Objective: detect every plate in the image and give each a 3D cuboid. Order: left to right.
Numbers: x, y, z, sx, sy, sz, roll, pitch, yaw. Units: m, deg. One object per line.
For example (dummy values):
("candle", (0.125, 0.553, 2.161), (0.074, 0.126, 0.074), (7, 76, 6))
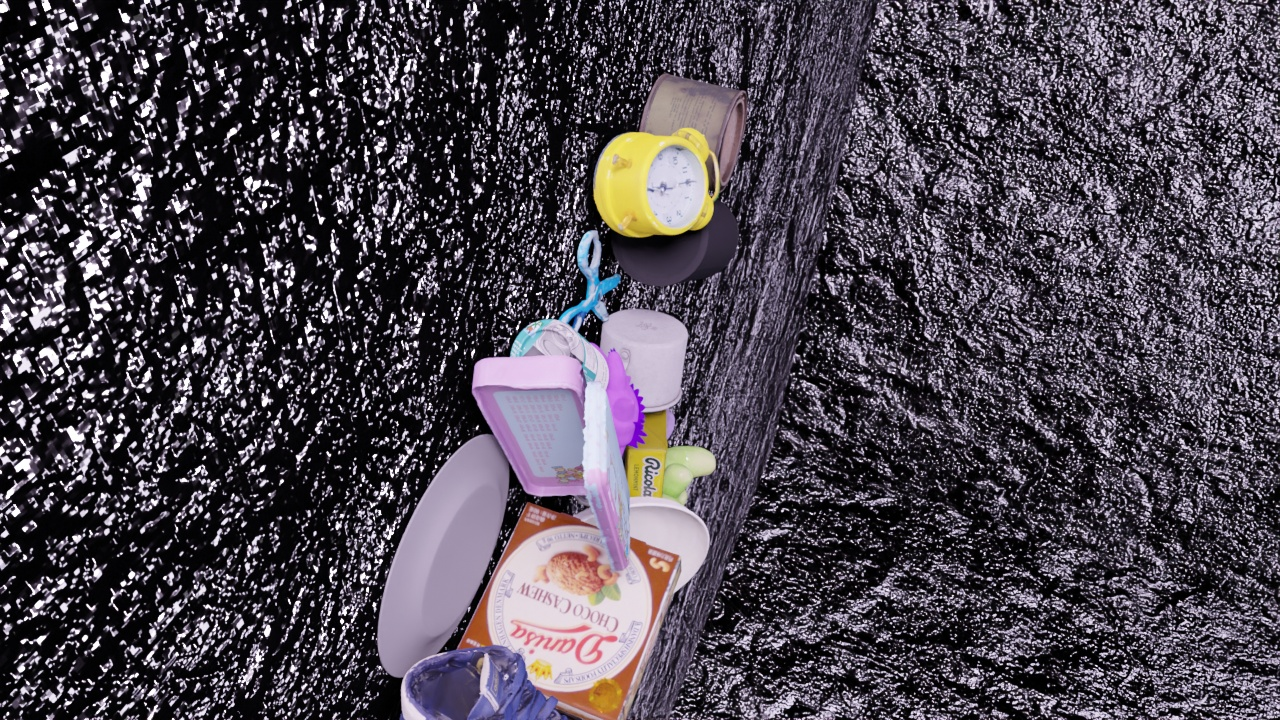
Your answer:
("plate", (-0.131, 0.139, 0.654), (0.178, 0.012, 0.178), (18, 89, -77))
("plate", (-0.024, 0.188, 0.892), (0.034, 0.182, 0.183), (-113, -159, -44))

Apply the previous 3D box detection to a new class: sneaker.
("sneaker", (-0.061, 0.263, 0.645), (0.091, 0.233, 0.119), (-71, 166, -58))

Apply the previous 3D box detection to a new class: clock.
("clock", (0.019, -0.141, 0.727), (0.118, 0.057, 0.083), (-19, 111, -40))

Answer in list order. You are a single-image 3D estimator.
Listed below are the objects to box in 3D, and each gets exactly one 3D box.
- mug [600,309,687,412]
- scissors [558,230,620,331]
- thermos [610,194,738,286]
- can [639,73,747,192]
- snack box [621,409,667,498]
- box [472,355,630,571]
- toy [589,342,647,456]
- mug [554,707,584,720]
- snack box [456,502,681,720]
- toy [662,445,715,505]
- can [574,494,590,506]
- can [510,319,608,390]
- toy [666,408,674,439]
("mug", (-0.005, 0.005, 0.850), (0.112, 0.084, 0.071), (-44, 147, -55))
("scissors", (-0.045, -0.046, 0.779), (0.140, 0.013, 0.118), (71, 38, -72))
("thermos", (0.043, -0.118, 0.873), (0.198, 0.086, 0.086), (-25, 131, -73))
("can", (0.048, -0.201, 0.813), (0.090, 0.074, 0.090), (18, 89, -77))
("snack box", (0.002, 0.065, 0.942), (0.180, 0.045, 0.121), (-90, -178, -46))
("box", (-0.058, 0.084, 0.656), (0.214, 0.090, 0.091), (82, 8, -63))
("toy", (-0.025, 0.038, 0.766), (0.088, 0.055, 0.106), (-115, -148, -49))
("mug", (-0.077, 0.345, 1.027), (0.116, 0.080, 0.107), (57, 44, -38))
("snack box", (-0.057, 0.209, 0.759), (0.041, 0.143, 0.146), (83, 28, -60))
("toy", (0.014, 0.192, 1.115), (0.151, 0.107, 0.196), (-56, 179, 39))
("can", (-0.042, 0.128, 0.950), (0.079, 0.038, 0.038), (10, 97, -77))
("can", (-0.058, 0.006, 0.689), (0.101, 0.055, 0.055), (46, 62, -75))
("toy", (0.008, 0.083, 1.069), (0.080, 0.036, 0.100), (-51, -172, -1))
